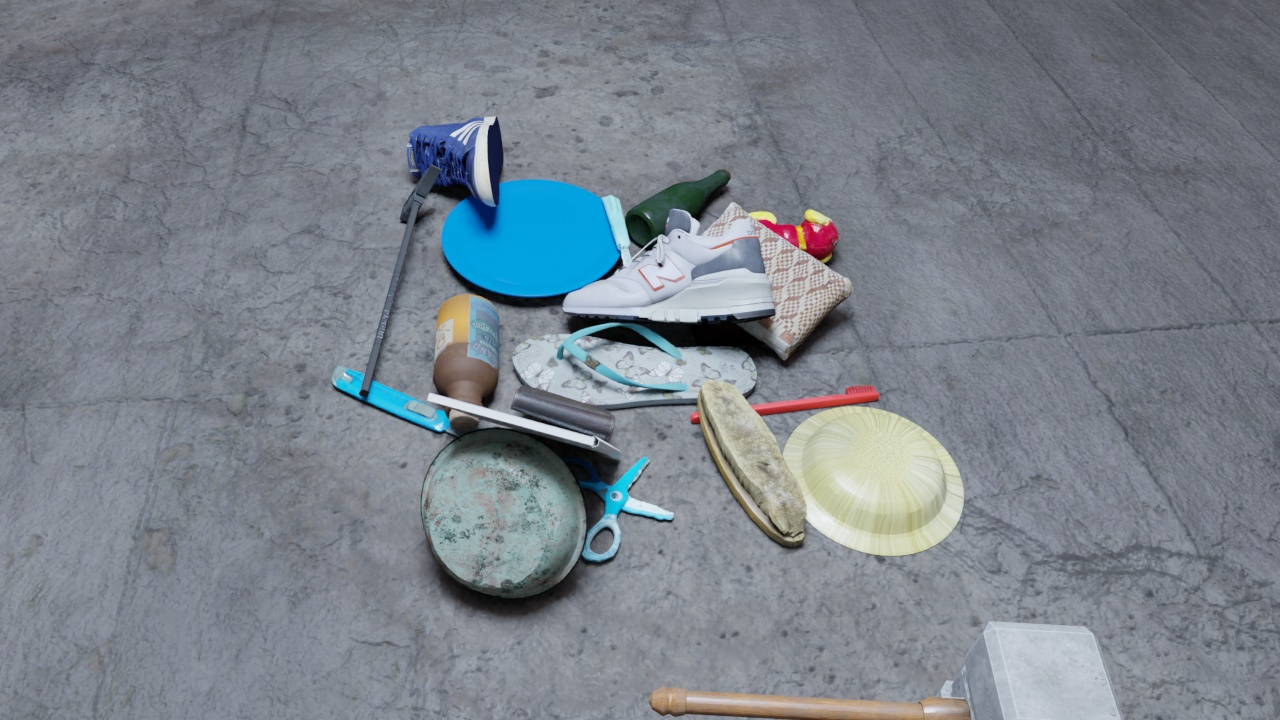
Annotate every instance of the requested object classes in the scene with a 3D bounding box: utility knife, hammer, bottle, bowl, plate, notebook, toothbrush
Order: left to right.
[{"bbox_3d":[-0.278,-0.094,1.048,0.015,0.095,0.324,24,46,-25],"label":"hammer"},{"bbox_3d":[-0.232,0.051,0.959,0.222,0.015,0.031,21,53,12],"label":"utility knife"},{"bbox_3d":[-0.184,0.006,0.967,0.068,0.068,0.156,-2,48,-6],"label":"bottle"},{"bbox_3d":[-0.126,0.139,0.794,0.157,0.157,0.038,16,13,11],"label":"bowl"},{"bbox_3d":[-0.133,-0.149,1.140,0.224,0.024,0.223,2,47,-2],"label":"plate"},{"bbox_3d":[-0.095,0.062,0.832,0.142,0.210,0.009,15,83,6],"label":"notebook"},{"bbox_3d":[-0.024,-0.151,1.121,0.022,0.015,0.166,-6,46,-9],"label":"utility knife"},{"bbox_3d":[0.057,-0.206,1.187,0.055,0.055,0.173,36,53,25],"label":"bottle"},{"bbox_3d":[0.156,0.046,0.992,0.212,0.012,0.017,-6,48,-10],"label":"toothbrush"},{"bbox_3d":[0.165,0.264,0.690,0.317,0.163,0.082,3,47,-1],"label":"hammer"},{"bbox_3d":[0.238,0.106,0.925,0.184,0.036,0.184,2,48,-2],"label":"plate"}]

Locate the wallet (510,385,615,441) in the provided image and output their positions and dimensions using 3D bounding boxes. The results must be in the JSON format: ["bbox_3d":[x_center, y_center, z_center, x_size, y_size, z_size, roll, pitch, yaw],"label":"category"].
[{"bbox_3d":[-0.076,0.050,0.905,0.099,0.120,0.031,19,91,-5],"label":"wallet"}]

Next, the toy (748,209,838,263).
[{"bbox_3d":[0.177,-0.147,1.139,0.137,0.067,0.105,-3,55,4],"label":"toy"}]

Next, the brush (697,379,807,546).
[{"bbox_3d":[0.110,0.097,0.916,0.059,0.043,0.195,-17,57,-17],"label":"brush"}]

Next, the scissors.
[{"bbox_3d":[-0.036,0.135,0.898,0.140,0.011,0.133,25,51,20],"label":"scissors"}]

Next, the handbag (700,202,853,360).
[{"bbox_3d":[0.139,-0.093,1.068,0.186,0.047,0.124,38,70,23],"label":"handbag"}]

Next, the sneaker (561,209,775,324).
[{"bbox_3d":[0.031,-0.104,1.018,0.240,0.088,0.124,2,89,14],"label":"sneaker"}]

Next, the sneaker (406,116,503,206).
[{"bbox_3d":[-0.241,-0.252,1.156,0.118,0.091,0.232,-7,31,-2],"label":"sneaker"}]

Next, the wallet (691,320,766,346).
[{"bbox_3d":[0.116,-0.051,1.076,0.115,0.018,0.091,-2,47,-9],"label":"wallet"}]

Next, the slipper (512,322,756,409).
[{"bbox_3d":[-0.006,0.006,0.991,0.269,0.055,0.098,4,52,-2],"label":"slipper"}]
